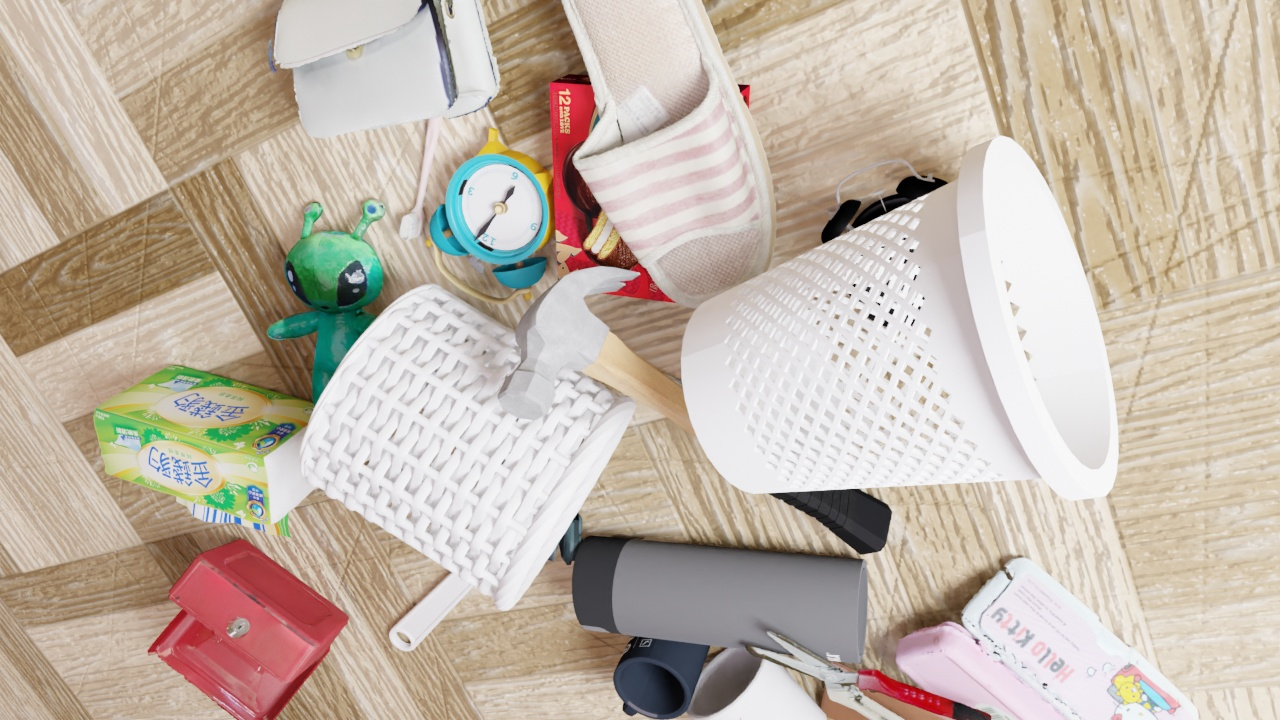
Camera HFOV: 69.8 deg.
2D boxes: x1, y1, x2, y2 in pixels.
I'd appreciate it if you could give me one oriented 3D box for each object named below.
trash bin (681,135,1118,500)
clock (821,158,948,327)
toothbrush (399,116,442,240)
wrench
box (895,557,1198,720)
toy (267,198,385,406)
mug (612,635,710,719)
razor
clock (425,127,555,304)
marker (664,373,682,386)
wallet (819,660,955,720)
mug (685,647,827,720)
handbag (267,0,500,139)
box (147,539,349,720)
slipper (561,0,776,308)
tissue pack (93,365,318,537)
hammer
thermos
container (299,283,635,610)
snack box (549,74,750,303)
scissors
[{"bbox_3d":[0.143,-0.002,0.544,0.200,0.194,0.195,-17,109,37],"label":"trash bin"},{"bbox_3d":[0.174,-0.075,0.618,0.091,0.042,0.121,-17,109,27],"label":"clock"},{"bbox_3d":[-0.163,-0.174,0.708,0.016,0.018,0.182,27,121,12],"label":"toothbrush"},{"bbox_3d":[-0.186,0.226,0.923,0.066,0.018,0.274,42,123,-3],"label":"wrench"},{"bbox_3d":[0.320,0.267,0.729,0.201,0.066,0.154,41,122,-3],"label":"box"},{"bbox_3d":[-0.254,-0.041,0.785,0.131,0.072,0.193,6,109,15],"label":"toy"},{"bbox_3d":[0.014,0.283,0.841,0.071,0.077,0.105,32,122,2],"label":"mug"},{"bbox_3d":[-0.108,0.128,0.826,0.143,0.052,0.047,39,163,0],"label":"razor"},{"bbox_3d":[-0.111,-0.106,0.710,0.099,0.043,0.130,29,115,4],"label":"clock"},{"bbox_3d":[-0.004,0.004,0.744,0.152,0.011,0.011,25,122,6],"label":"marker"},{"bbox_3d":[0.218,0.310,0.798,0.121,0.013,0.088,20,135,22],"label":"wallet"},{"bbox_3d":[0.097,0.317,0.830,0.090,0.090,0.121,49,156,-8],"label":"mug"},{"bbox_3d":[-0.192,-0.252,0.642,0.151,0.073,0.176,-2,107,27],"label":"handbag"},{"bbox_3d":[-0.414,0.285,0.955,0.156,0.156,0.171,35,157,0],"label":"box"},{"bbox_3d":[0.010,-0.152,0.591,0.115,0.052,0.263,-11,111,24],"label":"slipper"},{"bbox_3d":[-0.404,0.105,0.889,0.198,0.120,0.142,17,119,19],"label":"tissue pack"},{"bbox_3d":[0.056,0.050,0.669,0.328,0.130,0.039,33,148,-19],"label":"hammer"},{"bbox_3d":[0.065,0.199,0.777,0.241,0.082,0.082,1,116,20],"label":"thermos"},{"bbox_3d":[-0.130,0.065,0.718,0.187,0.188,0.190,31,122,4],"label":"container"},{"bbox_3d":[0.006,-0.121,0.661,0.133,0.035,0.152,9,118,16],"label":"snack box"},{"bbox_3d":[0.185,0.266,0.731,0.185,0.015,0.179,-5,134,25],"label":"scissors"}]
